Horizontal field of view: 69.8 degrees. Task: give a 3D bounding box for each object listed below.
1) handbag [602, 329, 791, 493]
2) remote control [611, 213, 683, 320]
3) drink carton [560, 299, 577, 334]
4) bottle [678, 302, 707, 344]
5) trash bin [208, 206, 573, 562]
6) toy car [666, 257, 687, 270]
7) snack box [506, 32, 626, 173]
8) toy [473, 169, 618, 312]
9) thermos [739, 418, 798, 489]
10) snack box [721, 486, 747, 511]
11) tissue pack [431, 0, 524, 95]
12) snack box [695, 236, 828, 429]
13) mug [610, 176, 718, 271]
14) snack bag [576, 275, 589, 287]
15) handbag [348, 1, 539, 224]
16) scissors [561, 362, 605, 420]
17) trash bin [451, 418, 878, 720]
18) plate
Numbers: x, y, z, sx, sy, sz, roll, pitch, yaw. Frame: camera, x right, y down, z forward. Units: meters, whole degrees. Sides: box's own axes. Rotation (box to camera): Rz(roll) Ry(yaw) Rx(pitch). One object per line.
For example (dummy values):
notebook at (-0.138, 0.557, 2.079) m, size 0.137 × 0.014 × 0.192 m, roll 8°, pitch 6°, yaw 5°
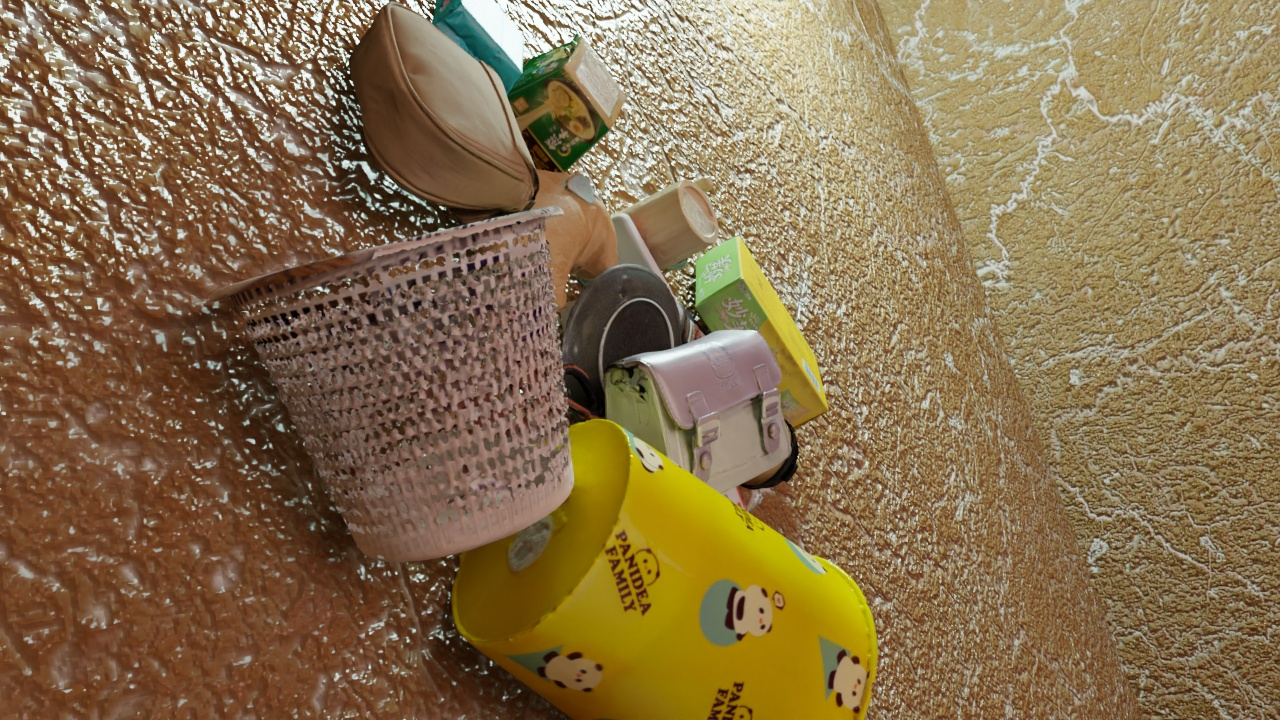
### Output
handbag at (0.056, 0.052, 0.876) m, size 0.196 × 0.099 × 0.145 m, roll -16°, pitch 95°, yaw -51°
remote control at (-0.006, -0.093, 1.002) m, size 0.136 × 0.056 × 0.020 m, roll 59°, pitch 29°, yaw -12°
drink carton at (-0.025, -0.038, 0.931) m, size 0.122 × 0.046 × 0.053 m, roll -9°, pitch 92°, yaw -49°
bottle at (0.085, 0.019, 1.079) m, size 0.195 × 0.044 × 0.079 m, roll 46°, pitch 34°, yaw -31°
trash bin at (-0.138, 0.016, 0.607) m, size 0.226 × 0.228 × 0.192 m, roll -30°, pitch 108°, yaw -58°
toy car at (0.041, -0.151, 1.126) m, size 0.034 × 0.043 × 0.090 m, roll 69°, pitch 20°, yaw -57°
snack box at (-0.081, -0.259, 0.947) m, size 0.117 × 0.106 × 0.118 m, roll 49°, pitch 36°, yaw -27°
toy at (-0.105, -0.109, 0.839) m, size 0.143 × 0.083 × 0.225 m, roll 48°, pitch 36°, yaw 2°
thermos at (0.107, 0.082, 1.033) m, size 0.143 × 0.093 × 0.092 m, roll 35°, pitch 43°, yaw -31°
snack box at (0.073, 0.181, 0.954) m, size 0.113 × 0.044 × 0.127 m, roll -21°, pitch 90°, yaw -58°
tissue pack at (-0.158, -0.315, 0.895) m, size 0.093 × 0.050 × 0.133 m, roll 45°, pitch 21°, yaw -32°
snack box at (0.150, -0.034, 1.153) m, size 0.210 × 0.070 × 0.157 m, roll 54°, pitch 18°, yaw -20°
mug at (0.030, -0.158, 1.052) m, size 0.084 × 0.104 × 0.124 m, roll 52°, pitch 35°, yaw -22°
snack bag at (-0.040, -0.079, 0.968) m, size 0.105 × 0.026 × 0.045 m, roll 52°, pitch 47°, yaw -28°
handbag at (-0.170, -0.202, 0.772) m, size 0.147 × 0.100 × 0.204 m, roll 23°, pitch 34°, yaw -42°
scissors at (-0.036, 0.070, 0.840) m, size 0.227 × 0.015 × 0.188 m, roll 41°, pitch 58°, yaw -45°
trash bin at (0.013, 0.190, 0.701) m, size 0.255 × 0.230 × 0.229 m, roll 41°, pitch 39°, yaw -27°
plate at (-0.009, -0.005, 0.897) m, size 0.179 × 0.024 × 0.179 m, roll -11°, pitch 106°, yaw -47°
